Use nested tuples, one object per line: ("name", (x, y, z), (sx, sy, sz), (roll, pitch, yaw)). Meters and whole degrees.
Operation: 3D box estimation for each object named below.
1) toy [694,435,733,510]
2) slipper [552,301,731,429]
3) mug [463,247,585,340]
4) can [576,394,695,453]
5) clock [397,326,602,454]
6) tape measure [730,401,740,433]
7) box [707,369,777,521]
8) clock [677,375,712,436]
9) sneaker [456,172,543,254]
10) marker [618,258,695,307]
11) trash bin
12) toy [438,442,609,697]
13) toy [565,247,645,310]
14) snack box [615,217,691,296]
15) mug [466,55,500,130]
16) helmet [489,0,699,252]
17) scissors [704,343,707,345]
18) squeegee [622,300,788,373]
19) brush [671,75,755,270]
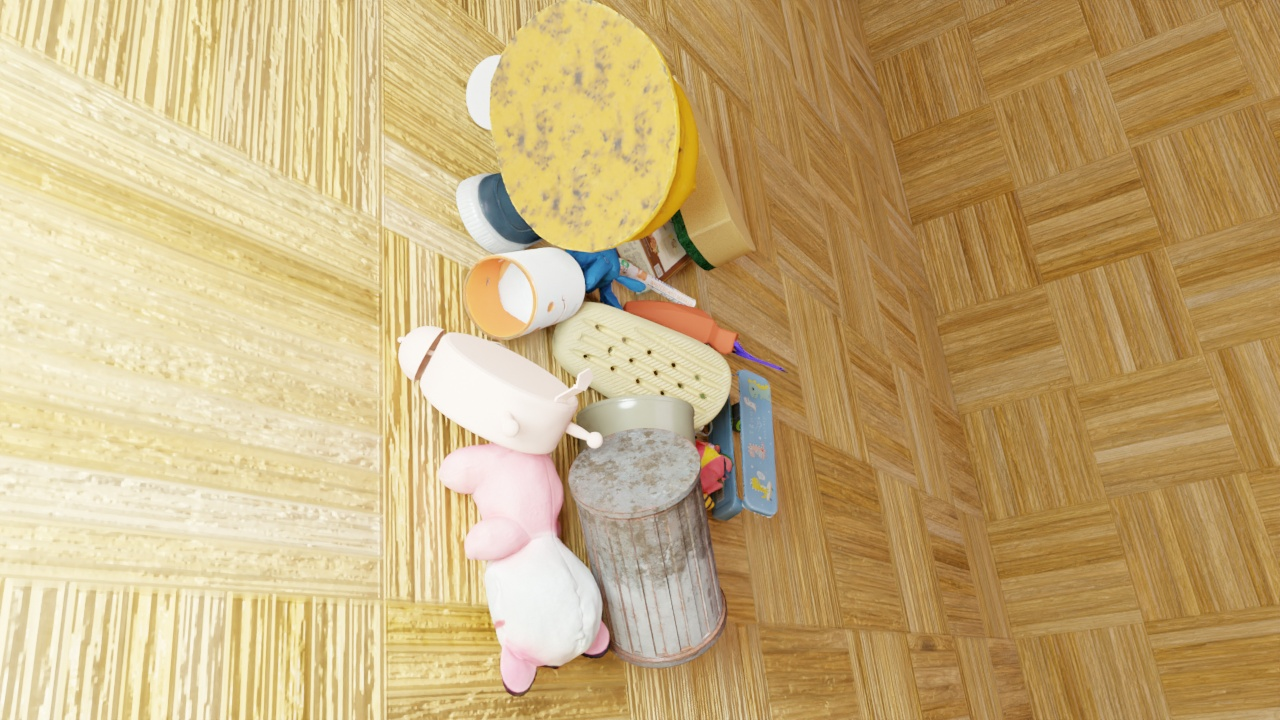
("toy", (0.076, 0.140, 1.173), (0.084, 0.046, 0.103), (32, 53, -26))
("slipper", (-0.006, 0.006, 1.078), (0.261, 0.079, 0.111), (25, 83, -37))
("mug", (-0.115, -0.070, 0.921), (0.105, 0.082, 0.082), (-26, 97, -63))
("can", (-0.003, 0.092, 0.976), (0.127, 0.128, 0.073), (27, 53, -53))
("clock", (-0.119, 0.017, 0.796), (0.131, 0.160, 0.086), (16, 98, -57))
("tape measure", (0.154, 0.079, 1.337), (0.065, 0.059, 0.035), (34, 45, -46))
("box", (0.143, 0.117, 1.251), (0.079, 0.073, 0.210), (12, 57, -21))
("clock", (0.056, 0.046, 1.184), (0.119, 0.043, 0.094), (55, 32, -12))
("sneaker", (-0.105, -0.175, 0.993), (0.235, 0.088, 0.089), (-34, 103, -61))
("marker", (0.008, -0.103, 1.174), (0.145, 0.017, 0.017), (27, 47, -23))
("trash bin", (0.010, 0.186, 0.883), (0.130, 0.131, 0.211), (-64, 150, -53))
("toy", (-0.096, 0.172, 0.808), (0.141, 0.084, 0.213), (3, 70, -64))
("toy", (-0.055, -0.105, 1.046), (0.113, 0.071, 0.176), (47, 3, 6))
("snack box", (0.008, -0.179, 1.247), (0.143, 0.041, 0.146), (65, 29, -13))
("mug", (-0.126, -0.273, 1.018), (0.096, 0.079, 0.112), (-6, 70, -61))
("helmet", (-0.026, -0.217, 0.910), (0.131, 0.206, 0.255), (6, 49, -56))
("scissors", (0.084, -0.003, 1.303), (0.131, 0.019, 0.149), (64, 28, -13))
("squeegee", (0.065, -0.041, 1.180), (0.184, 0.249, 0.055), (16, 93, -15))
("brush", (0.076, -0.261, 1.312), (0.250, 0.075, 0.195), (70, 14, 11))
